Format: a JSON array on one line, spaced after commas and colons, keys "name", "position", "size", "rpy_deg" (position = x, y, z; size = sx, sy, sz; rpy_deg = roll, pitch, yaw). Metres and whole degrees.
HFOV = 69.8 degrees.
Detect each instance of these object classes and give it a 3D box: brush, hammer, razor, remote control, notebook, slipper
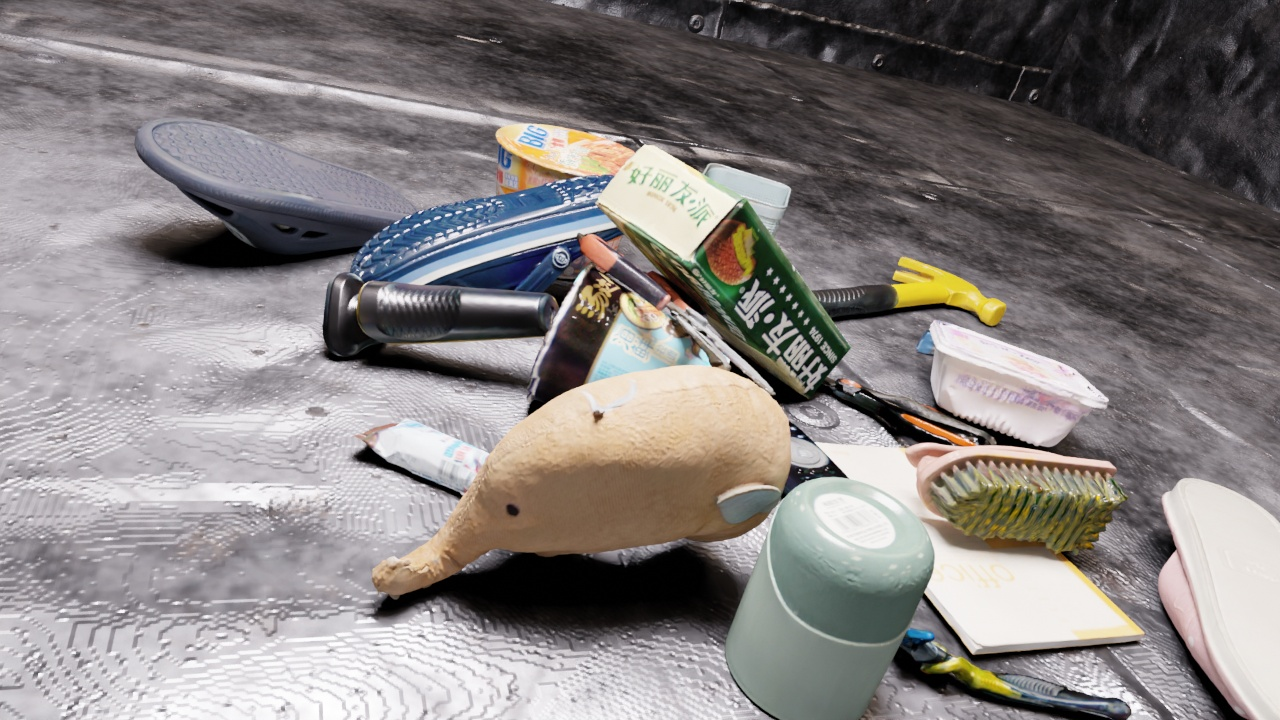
[{"name": "brush", "position": [0.258, 0.089, 0.645], "size": [0.145, 0.063, 0.073], "rpy_deg": [8, 31, -15]}, {"name": "hammer", "position": [0.271, -0.070, 1.009], "size": [0.300, 0.033, 0.129], "rpy_deg": [-8, 35, -38]}, {"name": "razor", "position": [-0.142, -0.032, 0.664], "size": [0.167, 0.062, 0.068], "rpy_deg": [0, -13, 1]}, {"name": "remote control", "position": [0.117, 0.083, 0.648], "size": [0.053, 0.024, 0.136], "rpy_deg": [-1, 30, -26]}, {"name": "notebook", "position": [0.226, 0.122, 0.644], "size": [0.145, 0.010, 0.206], "rpy_deg": [5, 29, -24]}, {"name": "slipper", "position": [0.401, 0.171, 0.598], "size": [0.114, 0.055, 0.273], "rpy_deg": [18, 30, 5]}, {"name": "slipper", "position": [-0.114, -0.089, 0.772], "size": [0.252, 0.095, 0.105], "rpy_deg": [-21, 25, -18]}, {"name": "razor", "position": [0.207, 0.181, 0.516], "size": [0.143, 0.022, 0.043], "rpy_deg": [18, -17, -2]}, {"name": "slipper", "position": [-0.300, -0.127, 0.783], "size": [0.110, 0.083, 0.267], "rpy_deg": [41, 18, 23]}]

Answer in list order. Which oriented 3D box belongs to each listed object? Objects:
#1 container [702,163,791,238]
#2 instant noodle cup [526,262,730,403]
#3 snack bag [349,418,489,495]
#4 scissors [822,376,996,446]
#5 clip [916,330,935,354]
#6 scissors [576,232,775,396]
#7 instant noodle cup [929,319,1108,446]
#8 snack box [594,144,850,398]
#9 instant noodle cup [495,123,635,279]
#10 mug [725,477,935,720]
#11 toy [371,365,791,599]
[{"name": "container", "position": [0.092, -0.129, 0.940], "size": [0.090, 0.112, 0.090], "rpy_deg": [19, 27, 4]}, {"name": "instant noodle cup", "position": [-0.004, 0.004, 0.655], "size": [0.120, 0.111, 0.111], "rpy_deg": [25, 28, 2]}, {"name": "snack bag", "position": [-0.123, 0.059, 0.565], "size": [0.104, 0.026, 0.048], "rpy_deg": [23, 16, 13]}, {"name": "scissors", "position": [0.185, 0.029, 0.778], "size": [0.235, 0.022, 0.124], "rpy_deg": [20, 17, 8]}, {"name": "clip", "position": [0.310, -0.015, 0.937], "size": [0.057, 0.024, 0.028], "rpy_deg": [14, 31, -12]}, {"name": "scissors", "position": [0.019, -0.035, 0.595], "size": [0.214, 0.015, 0.196], "rpy_deg": [38, 9, 16]}, {"name": "instant noodle cup", "position": [0.313, 0.021, 0.801], "size": [0.138, 0.060, 0.173], "rpy_deg": [21, 13, 11]}, {"name": "snack box", "position": [0.072, -0.062, 0.724], "size": [0.114, 0.063, 0.240], "rpy_deg": [40, -1, 40]}, {"name": "instant noodle cup", "position": [-0.075, -0.154, 0.899], "size": [0.151, 0.112, 0.151], "rpy_deg": [12, 27, -7]}, {"name": "mug", "position": [0.097, 0.115, 0.486], "size": [0.082, 0.106, 0.111], "rpy_deg": [11, 27, -7]}, {"name": "toy", "position": [-0.028, 0.065, 0.480], "size": [0.225, 0.144, 0.082], "rpy_deg": [-8, 45, -18]}]
